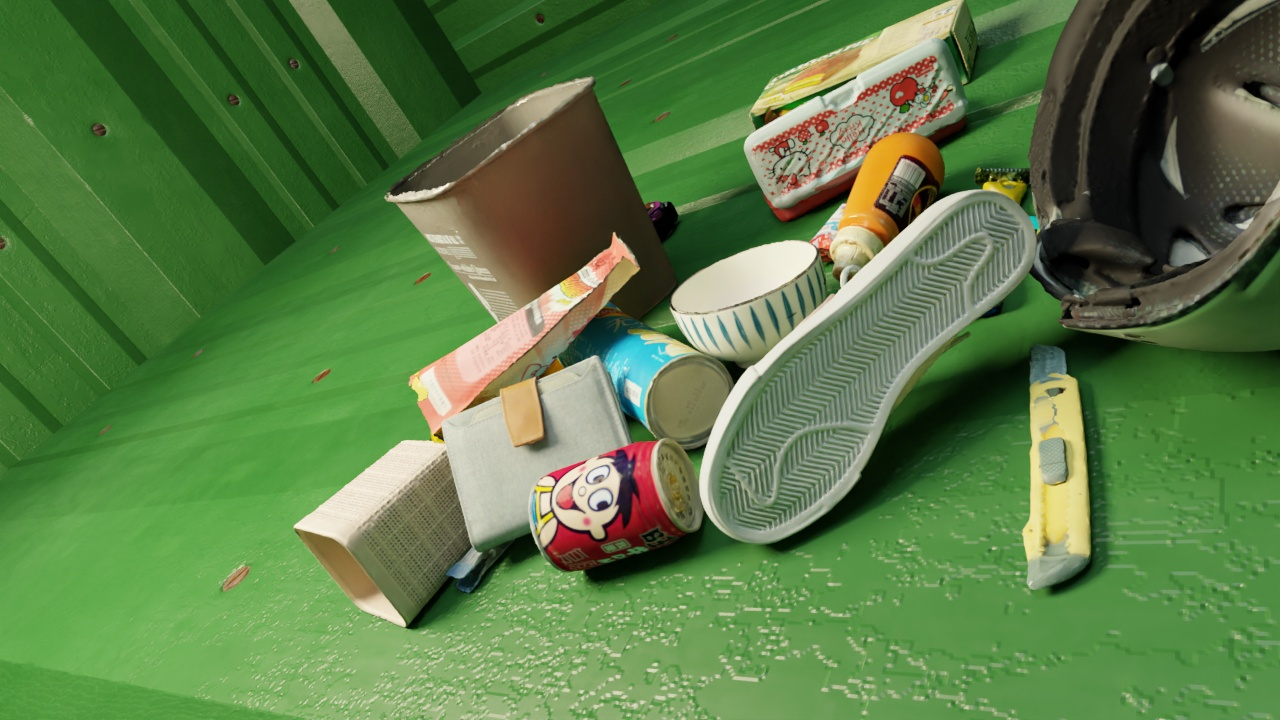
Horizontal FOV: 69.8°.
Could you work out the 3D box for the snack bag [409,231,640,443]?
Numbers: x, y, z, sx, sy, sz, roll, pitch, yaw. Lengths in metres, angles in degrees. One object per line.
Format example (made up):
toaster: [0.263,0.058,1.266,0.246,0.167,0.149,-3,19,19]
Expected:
snack bag: [-0.087,-0.022,0.738,0.208,0.073,0.128,-39,15,8]

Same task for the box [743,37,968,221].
box: [0.199,-0.223,0.875,0.201,0.100,0.094,-27,25,10]

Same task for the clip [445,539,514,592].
clip: [-0.114,0.140,0.664,0.057,0.037,0.026,-46,25,-29]

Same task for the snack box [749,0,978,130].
snack box: [0.250,-0.317,1.034,0.241,0.063,0.114,-15,29,34]

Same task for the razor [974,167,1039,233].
razor: [0.273,-0.108,0.655,0.043,0.028,0.132,5,29,4]

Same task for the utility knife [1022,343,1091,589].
utility knife: [0.210,0.045,0.467,0.031,0.019,0.182,-11,27,29]

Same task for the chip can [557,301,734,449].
chip can: [-0.004,0.004,0.725,0.071,0.071,0.210,-37,25,-11]

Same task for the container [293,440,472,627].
container: [-0.179,0.123,0.692,0.090,0.090,0.110,-2,36,48]

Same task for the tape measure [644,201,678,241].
tape measure: [0.009,-0.157,1.049,0.057,0.039,0.057,-11,32,39]

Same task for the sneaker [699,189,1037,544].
sneaker: [0.120,0.000,0.539,0.242,0.089,0.090,-48,5,3]

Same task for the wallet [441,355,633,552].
wallet: [-0.072,0.064,0.650,0.130,0.106,0.037,-22,-17,7]

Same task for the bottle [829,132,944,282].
bottle: [0.192,-0.118,0.737,0.067,0.067,0.149,-1,46,49]

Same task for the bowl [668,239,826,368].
bowl: [0.087,-0.036,0.687,0.116,0.066,0.116,-21,21,8]

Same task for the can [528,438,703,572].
can: [-0.015,0.091,0.578,0.094,0.066,0.066,-21,27,23]

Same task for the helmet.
helmet: [0.306,-0.113,0.445,0.157,0.231,0.273,17,31,2]

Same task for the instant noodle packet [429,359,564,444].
instant noodle packet: [-0.124,0.038,0.838,0.111,0.044,0.128,-9,31,50]

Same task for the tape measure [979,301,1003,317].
tape measure: [0.215,-0.049,0.617,0.055,0.025,0.058,-16,28,30]

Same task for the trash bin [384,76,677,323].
trash bin: [-0.098,-0.128,0.904,0.198,0.220,0.199,-40,26,-19]

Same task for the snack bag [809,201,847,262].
snack bag: [0.173,-0.113,0.785,0.045,0.026,0.105,-9,31,47]
